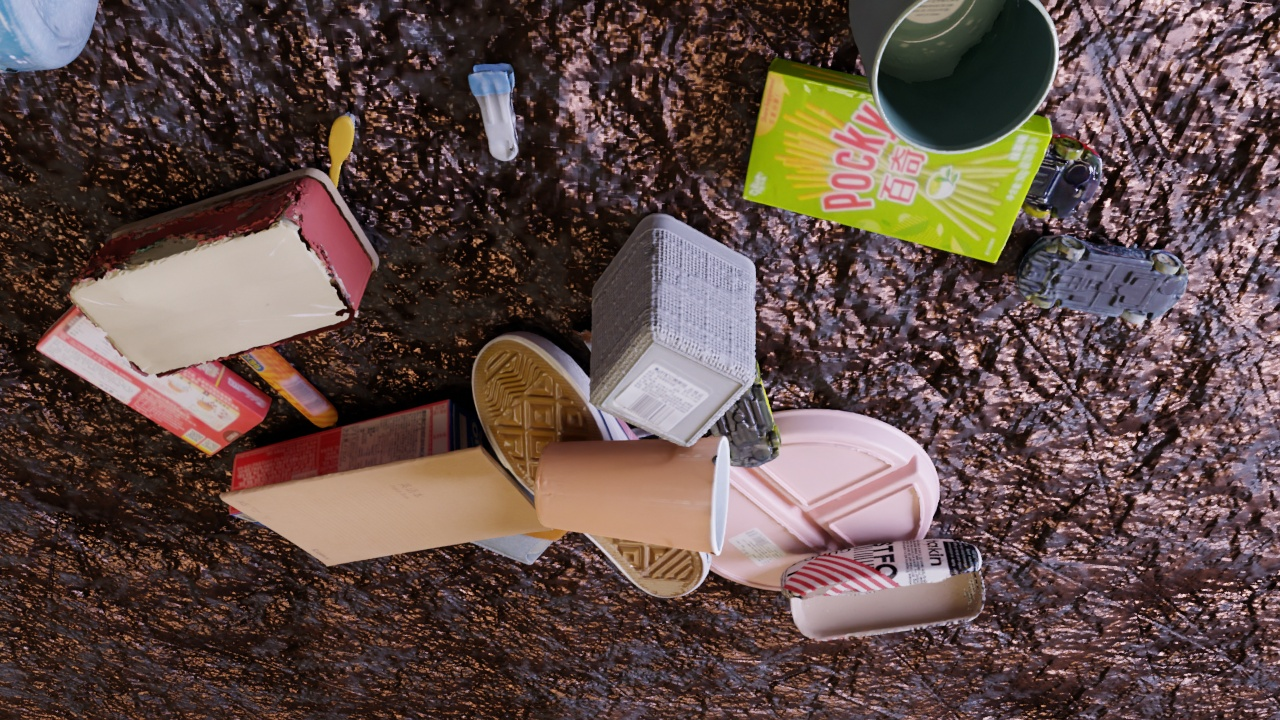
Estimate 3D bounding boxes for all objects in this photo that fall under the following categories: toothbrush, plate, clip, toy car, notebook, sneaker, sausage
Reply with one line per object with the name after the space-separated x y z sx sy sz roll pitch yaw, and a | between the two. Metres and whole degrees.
-0.211 -0.087 0.613 0.016 0.018 0.192 20 133 -11 | toothbrush
0.138 0.129 0.780 0.229 0.028 0.230 2 133 2 | plate
-0.084 -0.148 0.547 0.025 0.035 0.058 -4 128 4 | clip
0.073 0.034 0.687 0.048 0.032 0.105 -13 117 15 | toy car
0.216 -0.116 0.543 0.106 0.031 0.049 15 134 5 | toy car
-0.193 0.118 0.723 0.212 0.012 0.149 -11 147 12 | notebook
-0.032 0.072 0.701 0.118 0.087 0.241 -38 99 18 | sneaker
0.299 -0.055 0.597 0.105 0.031 0.049 10 133 -3 | toy car
-0.283 -0.001 0.691 0.021 0.021 0.165 -20 128 21 | sausage

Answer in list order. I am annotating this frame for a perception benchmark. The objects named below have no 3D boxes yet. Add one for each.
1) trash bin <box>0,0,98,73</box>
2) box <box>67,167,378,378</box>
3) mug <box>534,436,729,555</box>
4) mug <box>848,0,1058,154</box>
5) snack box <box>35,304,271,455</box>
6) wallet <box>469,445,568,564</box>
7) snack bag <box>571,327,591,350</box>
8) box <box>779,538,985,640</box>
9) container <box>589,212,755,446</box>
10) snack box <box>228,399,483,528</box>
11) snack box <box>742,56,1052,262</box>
-0.359 -0.210 0.394 0.195 0.226 0.227 1 134 -15 | trash bin
-0.264 -0.050 0.580 0.168 0.078 0.091 -14 129 13 | box
-0.005 0.087 0.619 0.123 0.078 0.078 2 133 13 | mug
0.140 -0.173 0.447 0.082 0.106 0.111 -29 125 27 | mug
-0.369 0.011 0.704 0.075 0.025 0.153 -30 124 26 | snack box
-0.106 0.125 0.786 0.106 0.036 0.130 28 129 -20 | wallet
-0.004 0.004 0.670 0.105 0.045 0.026 36 82 -26 | snack bag
0.204 0.196 0.766 0.162 0.075 0.087 -14 103 12 | box
0.020 -0.017 0.593 0.090 0.114 0.090 25 129 -19 | container
-0.225 0.087 0.734 0.208 0.058 0.057 -14 151 16 | snack box
0.142 -0.115 0.530 0.156 0.026 0.086 16 132 9 | snack box
